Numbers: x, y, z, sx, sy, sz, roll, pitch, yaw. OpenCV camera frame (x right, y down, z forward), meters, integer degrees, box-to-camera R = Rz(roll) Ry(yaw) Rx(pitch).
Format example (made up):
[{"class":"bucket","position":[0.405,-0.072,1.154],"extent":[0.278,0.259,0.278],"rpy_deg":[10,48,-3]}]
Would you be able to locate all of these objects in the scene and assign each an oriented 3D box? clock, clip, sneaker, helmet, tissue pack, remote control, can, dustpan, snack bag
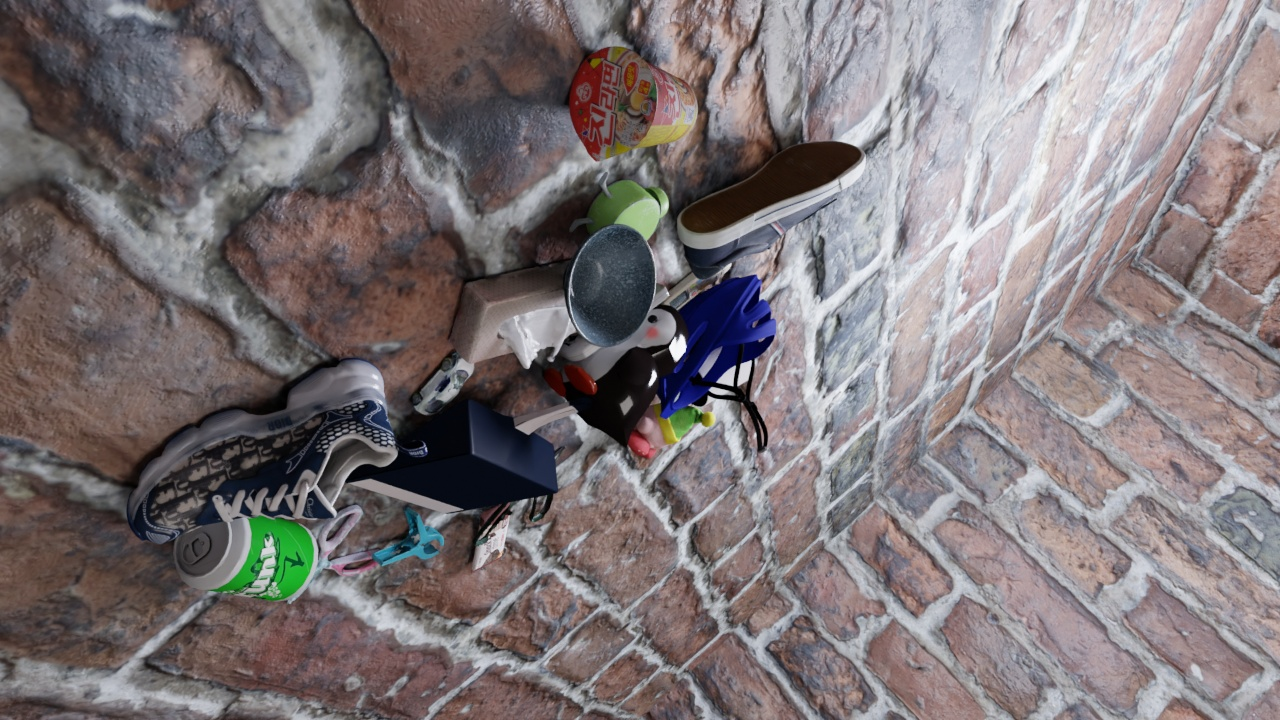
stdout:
[{"class":"clock","position":[-0.016,-0.163,1.061],"extent":[0.119,0.042,0.094],"rpy_deg":[2,128,-55]},{"class":"clip","position":[-0.306,0.249,1.236],"extent":[0.097,0.026,0.116],"rpy_deg":[-51,157,-3]},{"class":"sneaker","position":[0.177,-0.192,1.218],"extent":[0.294,0.121,0.127],"rpy_deg":[-32,137,-18]},{"class":"helmet","position":[0.131,0.011,1.300],"extent":[0.241,0.227,0.147],"rpy_deg":[-47,162,3]},{"class":"tissue pack","position":[-0.122,-0.051,1.051],"extent":[0.180,0.071,0.104],"rpy_deg":[-21,144,-45]},{"class":"sneaker","position":[-0.348,0.112,0.889],"extent":[0.268,0.132,0.103],"rpy_deg":[-30,151,-23]},{"class":"remote control","position":[0.078,-0.109,1.289],"extent":[0.125,0.018,0.038],"rpy_deg":[-39,152,-10]},{"class":"can","position":[-0.415,0.205,0.974],"extent":[0.088,0.088,0.140],"rpy_deg":[-44,153,-1]},{"class":"dustpan","position":[-0.185,0.112,1.149],"extent":[0.273,0.080,0.236],"rpy_deg":[-13,158,17]},{"class":"snack bag","position":[-0.223,0.265,1.374],"extent":[0.056,0.013,0.158],"rpy_deg":[-21,145,-35]},{"class":"remote control","position":[-0.041,-0.054,1.149],"extent":[0.151,0.074,0.019],"rpy_deg":[-37,119,-14]}]

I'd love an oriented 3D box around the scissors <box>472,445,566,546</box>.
[{"class":"scissors","position":[-0.171,0.214,1.363],"extent":[0.201,0.015,0.206],"rpy_deg":[-48,160,-23]}]

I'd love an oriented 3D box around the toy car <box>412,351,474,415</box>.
[{"class":"toy car","position":[-0.224,0.029,1.057],"extent":[0.090,0.027,0.038],"rpy_deg":[-48,151,6]}]

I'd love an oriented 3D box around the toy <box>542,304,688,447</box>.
[{"class":"toy","position":[-0.007,0.007,1.204],"extent":[0.183,0.140,0.159],"rpy_deg":[-45,-164,-24]}]

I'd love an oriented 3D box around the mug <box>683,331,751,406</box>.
[{"class":"mug","position":[0.112,0.003,1.438],"extent":[0.096,0.079,0.112],"rpy_deg":[-28,120,-29]}]

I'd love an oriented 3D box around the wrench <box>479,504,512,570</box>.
[{"class":"wrench","position":[-0.206,0.230,1.375],"extent":[0.069,0.010,0.274],"rpy_deg":[-21,145,-37]}]

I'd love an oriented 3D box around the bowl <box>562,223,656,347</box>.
[{"class":"bowl","position":[-0.049,-0.086,1.023],"extent":[0.136,0.057,0.137],"rpy_deg":[-16,112,-44]}]

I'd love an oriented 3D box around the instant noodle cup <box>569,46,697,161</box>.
[{"class":"instant noodle cup","position":[0.002,-0.255,0.914],"extent":[0.112,0.100,0.101],"rpy_deg":[-17,143,-55]}]

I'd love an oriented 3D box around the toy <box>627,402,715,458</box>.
[{"class":"toy","position":[0.046,0.107,1.455],"extent":[0.131,0.097,0.124],"rpy_deg":[-43,156,1]}]

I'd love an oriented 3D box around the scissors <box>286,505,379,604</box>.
[{"class":"scissors","position":[-0.384,0.242,1.149],"extent":[0.170,0.013,0.177],"rpy_deg":[1,130,-51]}]
